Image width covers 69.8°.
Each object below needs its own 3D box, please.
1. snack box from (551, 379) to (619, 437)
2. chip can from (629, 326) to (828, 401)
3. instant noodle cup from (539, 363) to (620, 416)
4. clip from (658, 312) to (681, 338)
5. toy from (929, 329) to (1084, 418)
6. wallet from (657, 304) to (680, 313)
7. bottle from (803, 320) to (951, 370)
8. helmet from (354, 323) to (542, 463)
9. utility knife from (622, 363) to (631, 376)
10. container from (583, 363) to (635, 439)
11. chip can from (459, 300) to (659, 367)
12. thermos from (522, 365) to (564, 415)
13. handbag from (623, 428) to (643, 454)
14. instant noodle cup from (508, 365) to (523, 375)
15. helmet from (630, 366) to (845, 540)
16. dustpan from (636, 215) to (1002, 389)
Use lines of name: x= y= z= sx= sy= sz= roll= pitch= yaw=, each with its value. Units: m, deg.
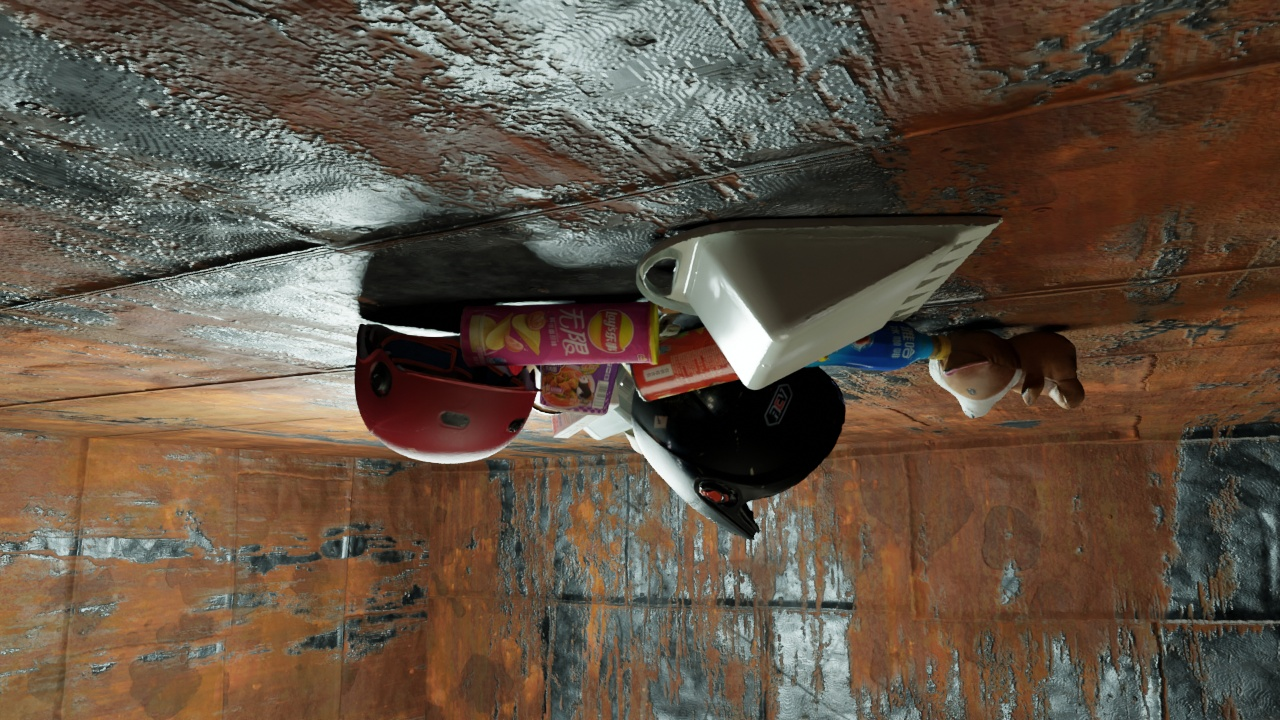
snack box: x=-0.084 y=0.049 z=1.328 sx=0.026 sy=0.084 sz=0.157 roll=5 pitch=156 yaw=-32
chip can: x=0.097 y=-0.009 z=1.025 sx=0.217 sy=0.073 sz=0.073 roll=-15 pitch=166 yaw=21
instant noodle cup: x=-0.076 y=0.014 z=1.116 sx=0.111 sy=0.099 sz=0.111 roll=9 pitch=-179 yaw=0
clip: x=0.018 y=-0.038 z=1.110 sx=0.035 sy=0.092 sz=0.103 roll=4 pitch=134 yaw=-18
toy: x=0.457 y=0.014 z=1.183 sx=0.199 sy=0.130 sz=0.140 roll=10 pitch=-176 yaw=-15
wallet: x=0.090 y=-0.066 z=0.959 sx=0.115 sy=0.020 sz=0.101 roll=1 pitch=171 yaw=-24
bottle: x=0.272 y=-0.020 z=1.095 sx=0.218 sy=0.065 sz=0.065 roll=3 pitch=170 yaw=-20
helmet: x=-0.232 y=0.054 z=1.085 sx=0.206 sy=0.144 sz=0.240 roll=7 pitch=-166 yaw=-40
utility knife: x=-0.008 y=0.007 z=1.273 sx=0.031 sy=0.020 sz=0.196 roll=7 pitch=162 yaw=20
container: x=-0.044 y=0.057 z=1.395 sx=0.090 sy=0.090 sz=0.112 roll=41 pitch=149 yaw=-20
chip can: x=-0.086 y=-0.029 z=1.003 sx=0.210 sy=0.071 sz=0.071 roll=-1 pitch=170 yaw=5
thermos: x=-0.116 y=0.017 z=1.240 sx=0.093 sy=0.093 sz=0.143 roll=1 pitch=163 yaw=-9
handbag: x=0.072 y=0.076 z=1.455 sx=0.205 sy=0.147 sz=0.100 roll=-4 pitch=140 yaw=17
instant noodle cup: x=-0.218 y=0.031 z=1.362 sx=0.194 sy=0.065 sz=0.194 roll=0 pitch=170 yaw=0
helmet: x=0.120 y=0.075 z=1.155 sx=0.230 sy=0.233 sz=0.275 roll=41 pitch=156 yaw=-17
dustpan: x=0.139 y=-0.080 z=0.827 sx=0.257 sy=0.142 sz=0.223 roll=-28 pitch=166 yaw=-10
